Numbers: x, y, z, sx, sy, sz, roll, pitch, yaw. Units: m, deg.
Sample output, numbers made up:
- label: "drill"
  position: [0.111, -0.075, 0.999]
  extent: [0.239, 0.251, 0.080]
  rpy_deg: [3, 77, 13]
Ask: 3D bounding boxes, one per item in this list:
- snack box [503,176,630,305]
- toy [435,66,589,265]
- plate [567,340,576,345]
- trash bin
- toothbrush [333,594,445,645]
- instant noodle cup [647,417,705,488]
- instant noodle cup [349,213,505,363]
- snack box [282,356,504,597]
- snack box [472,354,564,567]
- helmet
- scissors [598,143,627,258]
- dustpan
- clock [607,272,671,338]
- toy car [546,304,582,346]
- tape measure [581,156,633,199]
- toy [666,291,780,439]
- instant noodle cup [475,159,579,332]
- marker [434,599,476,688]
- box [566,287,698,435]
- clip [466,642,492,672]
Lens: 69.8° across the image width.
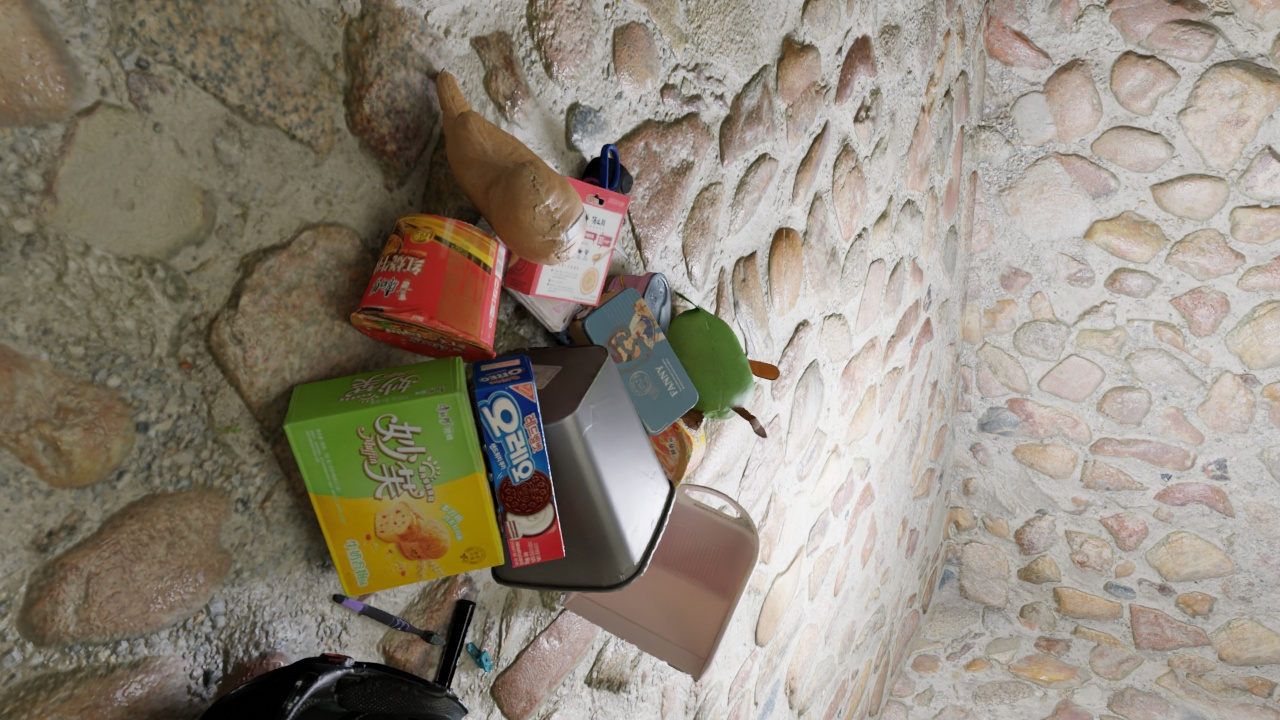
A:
- label: "snack box"
  position: [-0.077, -0.128, 0.975]
  extent: [0.113, 0.044, 0.127]
  rpy_deg: [5, 105, -54]
- label: "toy"
  position: [-0.135, -0.181, 0.871]
  extent: [0.082, 0.226, 0.144]
  rpy_deg: [-34, 153, -19]
- label: "plate"
  position: [-0.042, 0.042, 1.158]
  extent: [0.179, 0.024, 0.180]
  rpy_deg: [-11, 122, -18]
- label: "trash bin"
  position: [-0.091, 0.113, 1.035]
  extent: [0.198, 0.199, 0.220]
  rpy_deg: [-60, 141, -52]
- label: "toothbrush"
  position: [-0.267, 0.283, 0.994]
  extent: [0.014, 0.017, 0.189]
  rpy_deg: [-64, 145, -18]
- label: "instant noodle cup"
  position: [0.023, 0.120, 1.283]
  extent: [0.109, 0.138, 0.138]
  rpy_deg: [-10, 110, -64]
- label: "instant noodle cup"
  position: [-0.192, -0.068, 0.873]
  extent: [0.138, 0.138, 0.108]
  rpy_deg: [35, 63, -56]
- label: "snack box"
  position: [-0.224, 0.112, 0.862]
  extent: [0.070, 0.157, 0.210]
  rpy_deg: [-111, -168, -58]
- label: "snack box"
  position: [-0.117, 0.099, 0.886]
  extent: [0.057, 0.058, 0.208]
  rpy_deg: [-113, -166, -63]
- label: "helmet"
  position: [-0.290, 0.376, 0.790]
  extent: [0.275, 0.230, 0.232]
  rpy_deg: [58, 39, -50]
- label: "scissors"
  position: [-0.050, -0.166, 1.053]
  extent: [0.162, 0.012, 0.176]
  rpy_deg: [2, 100, -60]
- label: "dustpan"
  position: [0.048, 0.289, 1.314]
  extent: [0.272, 0.223, 0.139]
  rpy_deg: [-32, 141, -65]
- label: "clock"
  position: [0.001, -0.058, 1.225]
  extent: [0.158, 0.060, 0.117]
  rpy_deg: [15, 83, -69]
- label: "toy car"
  position: [-0.078, -0.032, 1.152]
  extent: [0.054, 0.037, 0.121]
  rpy_deg: [-65, 150, -19]
- label: "tape measure"
  position: [-0.042, -0.217, 1.113]
  extent: [0.058, 0.057, 0.039]
  rpy_deg: [34, 69, -24]
- label: "toy"
  position: [0.096, 0.014, 1.311]
  extent: [0.090, 0.226, 0.246]
  rpy_deg: [114, -25, -44]
- label: "instant noodle cup"
  position: [-0.119, -0.127, 1.025]
  extent: [0.173, 0.060, 0.137]
  rpy_deg: [49, 61, -52]
- label: "marker"
  position: [-0.224, 0.348, 1.085]
  extent: [0.022, 0.020, 0.132]
  rpy_deg: [19, 87, -29]
- label: "box"
  position: [-0.007, 0.006, 1.101]
  extent: [0.089, 0.059, 0.184]
  rpy_deg: [-40, 105, -22]
- label: "clip"
  position: [-0.196, 0.369, 1.133]
  extent: [0.013, 0.038, 0.056]
  rpy_deg: [-51, 147, -30]
